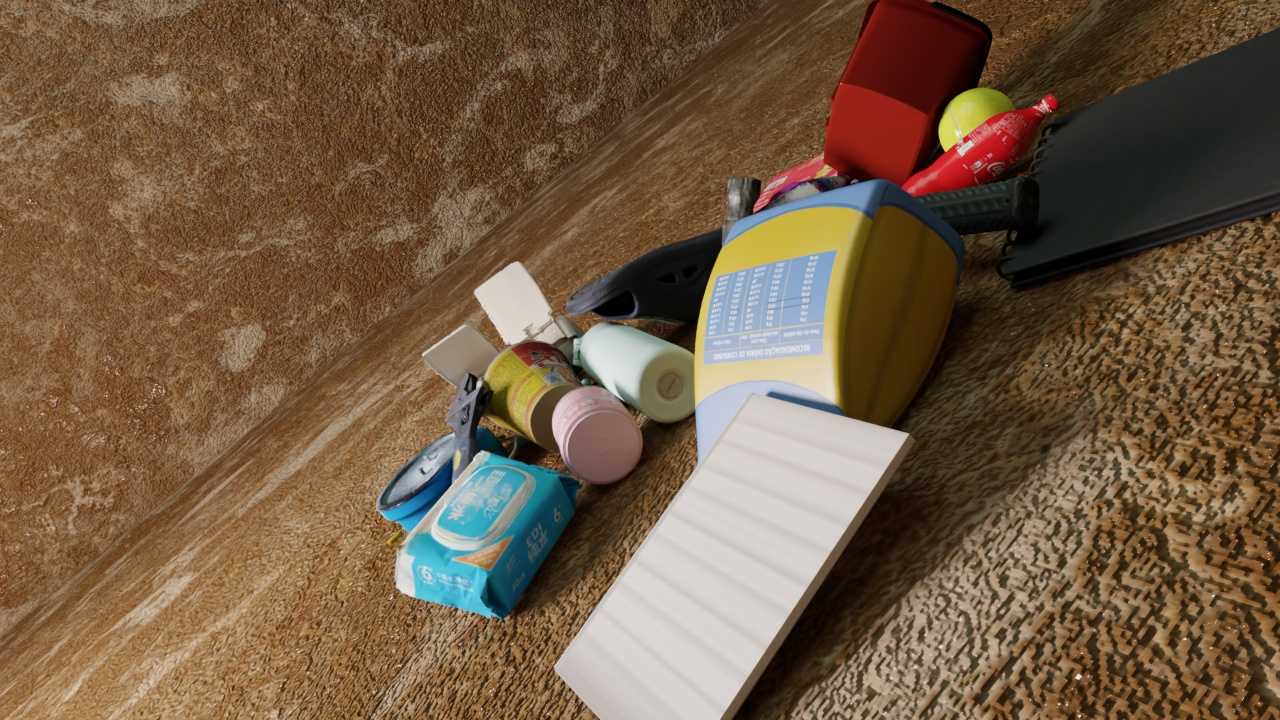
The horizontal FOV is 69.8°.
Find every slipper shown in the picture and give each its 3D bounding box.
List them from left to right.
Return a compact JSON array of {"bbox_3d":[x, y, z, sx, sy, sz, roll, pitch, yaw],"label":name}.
[{"bbox_3d":[0.035,-0.080,0.981,0.267,0.083,0.111,-27,6,-37],"label":"slipper"}]

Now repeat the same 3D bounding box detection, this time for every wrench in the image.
[{"bbox_3d":[-0.160,0.104,0.836,0.074,0.022,0.272,-48,32,30],"label":"wrench"}]

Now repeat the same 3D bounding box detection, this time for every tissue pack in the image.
[{"bbox_3d":[-0.118,0.131,0.721,0.093,0.062,0.144,7,40,27],"label":"tissue pack"}]

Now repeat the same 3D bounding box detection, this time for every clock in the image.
[{"bbox_3d":[-0.193,0.121,0.935,0.162,0.060,0.116,-30,18,17],"label":"clock"}]

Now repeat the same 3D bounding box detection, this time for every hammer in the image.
[{"bbox_3d":[0.170,-0.104,0.735,0.319,0.032,0.130,1,84,58],"label":"hammer"}]

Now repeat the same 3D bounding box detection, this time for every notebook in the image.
[{"bbox_3d":[0.044,0.113,0.510,0.209,0.009,0.143,-53,26,-12],"label":"notebook"},{"bbox_3d":[0.343,-0.139,0.625,0.170,0.019,0.230,-18,26,43],"label":"notebook"}]

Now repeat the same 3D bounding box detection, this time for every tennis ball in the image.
[{"bbox_3d":[0.292,-0.202,0.794,0.065,0.065,0.065,-33,19,13],"label":"tennis ball"}]

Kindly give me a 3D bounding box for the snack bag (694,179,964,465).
[{"bbox_3d":[0.110,-0.002,0.621,0.159,0.102,0.205,-5,60,58],"label":"snack bag"}]

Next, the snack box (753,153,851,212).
[{"bbox_3d":[0.194,-0.209,1.064,0.133,0.021,0.089,-17,27,47],"label":"snack box"}]

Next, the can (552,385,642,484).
[{"bbox_3d":[-0.038,0.062,0.772,0.067,0.067,0.076,-38,18,-2],"label":"can"}]

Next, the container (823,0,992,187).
[{"bbox_3d":[0.258,-0.279,0.879,0.200,0.127,0.148,-57,-17,-23],"label":"container"}]

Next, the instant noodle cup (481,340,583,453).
[{"bbox_3d":[-0.091,0.040,0.900,0.100,0.100,0.112,-41,27,-11],"label":"instant noodle cup"}]

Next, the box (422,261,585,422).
[{"bbox_3d":[-0.144,-0.021,0.994,0.145,0.186,0.101,-34,52,3],"label":"box"}]

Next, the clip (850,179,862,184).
[{"bbox_3d":[0.238,-0.189,0.950,0.036,0.013,0.052,-42,16,-16],"label":"clip"}]

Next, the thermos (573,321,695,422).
[{"bbox_3d":[-0.005,0.005,0.851,0.078,0.065,0.207,-2,9,-17],"label":"thermos"}]

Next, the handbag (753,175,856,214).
[{"bbox_3d":[0.156,-0.152,0.951,0.145,0.068,0.169,-32,12,19],"label":"handbag"}]

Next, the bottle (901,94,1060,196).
[{"bbox_3d":[0.276,-0.166,0.752,0.142,0.042,0.041,-38,17,25],"label":"bottle"}]

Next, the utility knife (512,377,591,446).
[{"bbox_3d":[-0.073,0.039,0.982,0.158,0.015,0.022,-39,-13,-9],"label":"utility knife"}]
